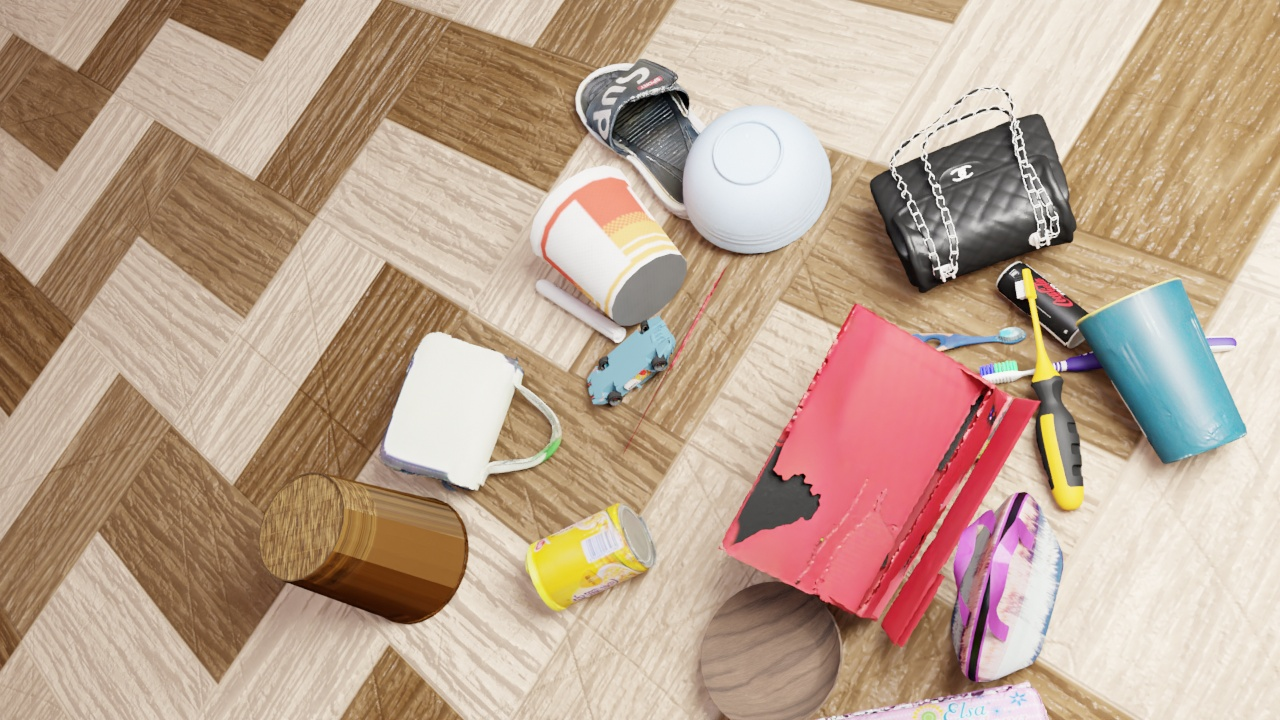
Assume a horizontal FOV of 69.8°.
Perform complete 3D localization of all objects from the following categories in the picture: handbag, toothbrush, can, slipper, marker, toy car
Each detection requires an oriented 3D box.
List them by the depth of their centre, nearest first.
[{"bbox_3d":[0.249,0.150,0.640,0.068,0.170,0.144,14,75,31],"label":"handbag"},{"bbox_3d":[0.324,0.020,0.730,0.031,0.031,0.196,-19,69,45],"label":"toothbrush"},{"bbox_3d":[0.370,-0.001,0.737,0.187,0.015,0.016,-10,65,23],"label":"toothbrush"},{"bbox_3d":[0.336,-0.047,0.764,0.031,0.031,0.080,-42,57,5],"label":"can"},{"bbox_3d":[0.280,-0.140,0.776,0.154,0.115,0.125,-18,50,16],"label":"handbag"},{"bbox_3d":[0.262,-0.015,0.797,0.135,0.017,0.021,-7,65,24],"label":"toothbrush"},{"bbox_3d":[-0.046,0.180,0.840,0.105,0.067,0.067,-28,59,14],"label":"can"},{"bbox_3d":[-0.006,0.005,0.918,0.108,0.027,0.060,-40,43,24],"label":"toy car"},{"bbox_3d":[-0.165,0.066,0.962,0.176,0.074,0.151,14,76,11],"label":"handbag"},{"bbox_3d":[-0.067,-0.056,0.981,0.133,0.020,0.017,33,87,34],"label":"marker"},{"bbox_3d":[0.010,-0.260,1.007,0.111,0.063,0.263,-39,59,7],"label":"slipper"}]

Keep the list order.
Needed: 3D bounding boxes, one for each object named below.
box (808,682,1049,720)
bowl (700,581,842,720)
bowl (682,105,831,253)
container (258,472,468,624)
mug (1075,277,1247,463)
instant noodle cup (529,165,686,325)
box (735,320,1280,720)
[{"bbox_3d":[0.184,0.298,0.674,0.231,0.063,0.084,-18,61,20],"label":"box"},{"bbox_3d":[0.110,0.243,0.748,0.119,0.032,0.119,-16,52,22],"label":"bowl"},{"bbox_3d":[0.109,-0.188,0.895,0.151,0.075,0.150,-3,75,12],"label":"bowl"},{"bbox_3d":[-0.271,0.179,0.896,0.132,0.167,0.132,-11,64,23],"label":"container"},{"bbox_3d":[0.388,0.010,0.679,0.078,0.078,0.121,-25,76,16],"label":"mug"},{"bbox_3d":[-0.026,-0.110,0.931,0.123,0.123,0.121,-43,64,4],"label":"instant noodle cup"},{"bbox_3d":[0.227,0.117,0.610,0.213,0.128,0.425,-60,24,3],"label":"box"}]
